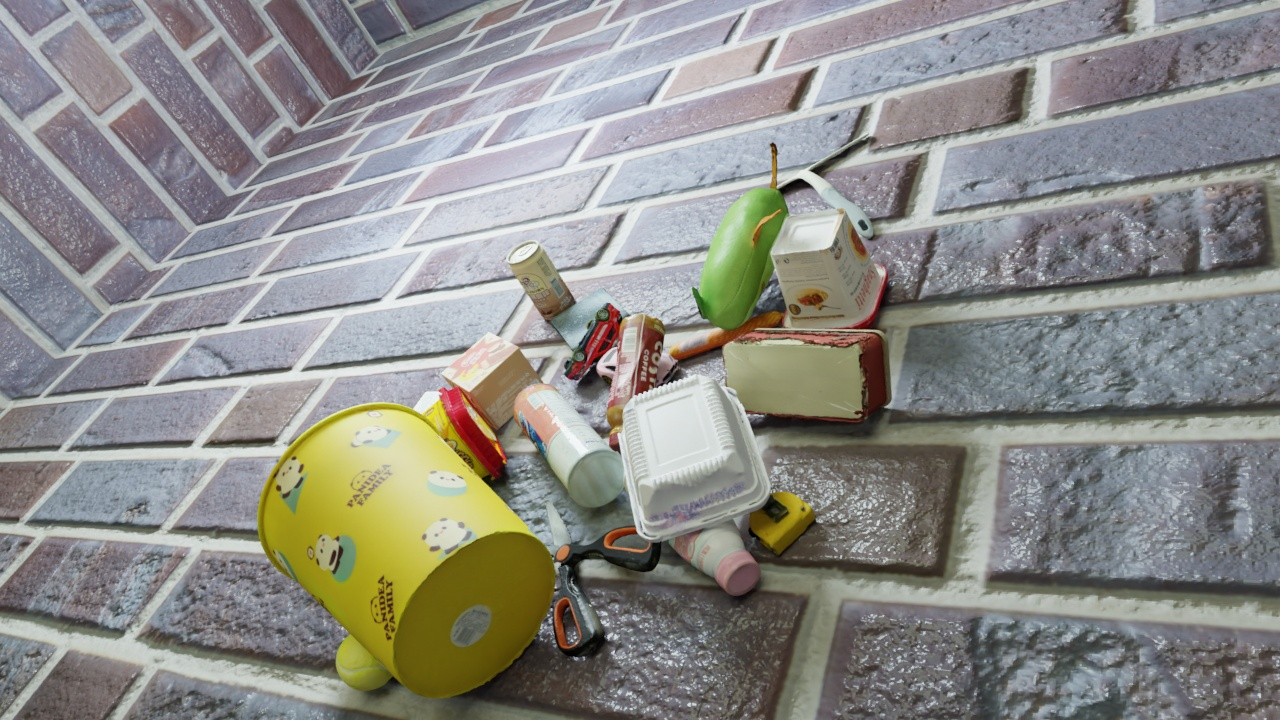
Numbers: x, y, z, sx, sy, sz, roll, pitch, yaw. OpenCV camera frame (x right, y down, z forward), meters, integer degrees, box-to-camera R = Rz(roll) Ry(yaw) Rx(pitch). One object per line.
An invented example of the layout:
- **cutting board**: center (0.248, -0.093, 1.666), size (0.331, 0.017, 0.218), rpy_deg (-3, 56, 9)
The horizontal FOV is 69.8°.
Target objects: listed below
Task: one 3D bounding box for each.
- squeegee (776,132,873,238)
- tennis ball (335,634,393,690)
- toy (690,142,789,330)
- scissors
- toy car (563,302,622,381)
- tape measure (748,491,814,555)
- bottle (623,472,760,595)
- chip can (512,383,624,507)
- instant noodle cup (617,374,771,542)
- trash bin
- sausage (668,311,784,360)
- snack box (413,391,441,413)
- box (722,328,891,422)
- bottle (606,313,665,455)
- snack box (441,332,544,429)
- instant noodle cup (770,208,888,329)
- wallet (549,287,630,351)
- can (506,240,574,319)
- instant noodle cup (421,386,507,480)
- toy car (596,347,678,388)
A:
- **squeegee**: center (0.260, -0.232, 1.283), size (0.246, 0.039, 0.246), rpy_deg (-30, 34, 2)
- **tennis ball**: center (-0.293, 0.321, 0.987), size (0.065, 0.065, 0.065), rpy_deg (-21, 35, 15)
- **toy**: center (0.134, -0.141, 1.156), size (0.090, 0.227, 0.246), rpy_deg (23, 68, 2)
- **scissors**: center (-0.062, 0.214, 0.974), size (0.225, 0.021, 0.220), rpy_deg (-30, 37, 22)
- **toy car**: center (-0.063, -0.023, 1.253), size (0.120, 0.045, 0.053), rpy_deg (-59, 6, -23)
- **tape measure**: center (0.134, 0.154, 0.900), size (0.060, 0.029, 0.057), rpy_deg (-40, 34, -13)
- **bottle**: center (0.052, 0.160, 0.925), size (0.068, 0.068, 0.197), rpy_deg (-36, 37, -8)
- **chip can**: center (-0.090, 0.095, 1.098), size (0.071, 0.071, 0.215), rpy_deg (-37, 31, -8)
- **instant noodle cup**: center (0.044, 0.085, 0.917), size (0.138, 0.060, 0.173), rpy_deg (-20, 41, 5)
- **trash bin**: center (-0.236, 0.198, 0.956), size (0.229, 0.230, 0.255), rpy_deg (-44, 46, -19)
- **sausage**: center (0.108, -0.031, 1.161), size (0.165, 0.021, 0.021), rpy_deg (-19, 36, 18)
- **snack box**: center (-0.316, 0.106, 1.311), size (0.075, 0.026, 0.153), rpy_deg (-3, 43, 36)
- **box**: center (0.170, 0.013, 0.974), size (0.169, 0.091, 0.079), rpy_deg (2, 15, 39)
- **bottle**: center (-0.007, 0.030, 1.113), size (0.058, 0.057, 0.174), rpy_deg (-9, 57, 29)
- **snack box**: center (-0.206, 0.027, 1.280), size (0.092, 0.077, 0.094), rpy_deg (-44, 36, -17)
- **instant noodle cup**: center (0.216, -0.104, 1.078), size (0.117, 0.124, 0.116), rpy_deg (-3, 42, 35)
- **wallet**: center (-0.075, -0.060, 1.344), size (0.097, 0.019, 0.121), rpy_deg (-33, 33, -6)
- **can**: center (-0.150, -0.120, 1.389), size (0.059, 0.116, 0.058), rpy_deg (-21, 35, 16)
- **instant noodle cup**: center (-0.252, 0.115, 1.166), size (0.123, 0.116, 0.116), rpy_deg (-34, 30, -3)
- **toy car**: center (-0.007, 0.007, 1.190), size (0.123, 0.037, 0.056), rpy_deg (9, 52, 43)
